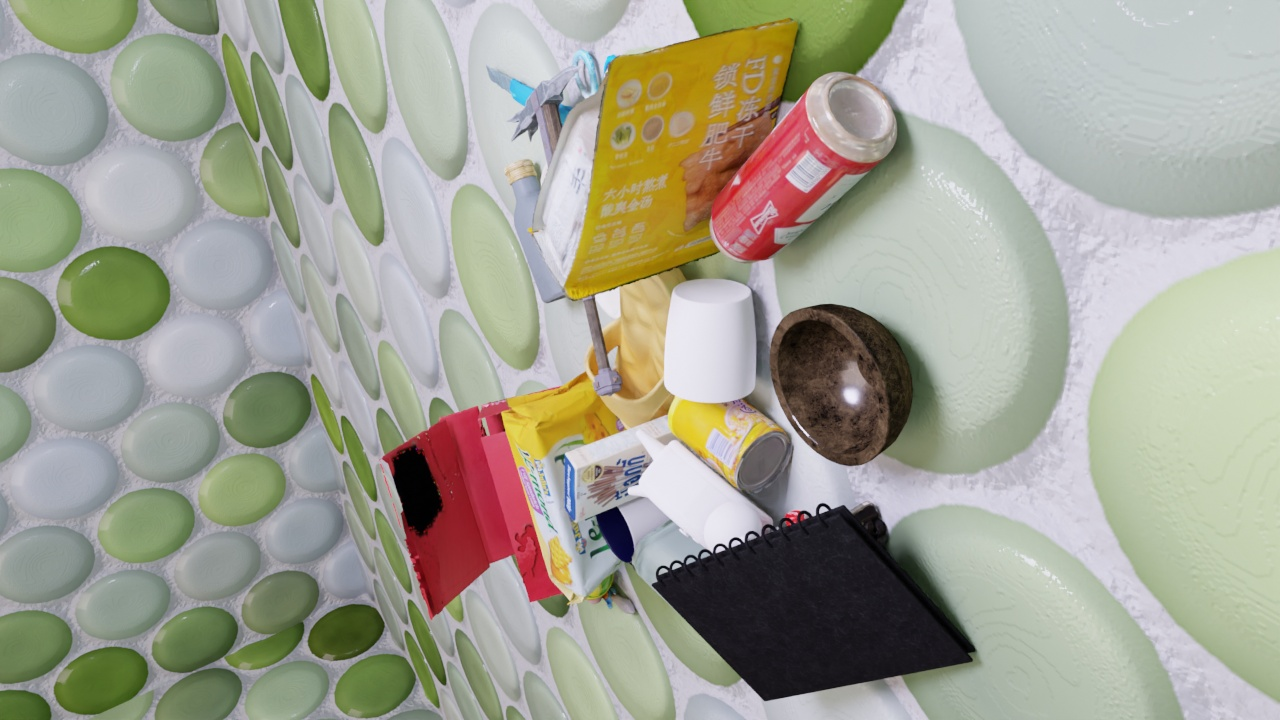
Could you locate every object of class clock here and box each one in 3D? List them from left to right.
[{"bbox_3d":[0.058,0.142,0.865,0.161,0.073,0.125,39,179,40],"label":"clock"}]

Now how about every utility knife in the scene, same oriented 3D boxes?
[{"bbox_3d":[-0.117,-0.286,1.000,0.209,0.015,0.031,38,139,38],"label":"utility knife"}]

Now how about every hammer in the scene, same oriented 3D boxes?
[{"bbox_3d":[-0.061,-0.120,0.889,0.147,0.028,0.316,-26,75,57],"label":"hammer"}]

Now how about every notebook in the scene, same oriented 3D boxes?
[{"bbox_3d":[0.131,0.210,0.770,0.169,0.019,0.232,47,136,-9],"label":"notebook"}]

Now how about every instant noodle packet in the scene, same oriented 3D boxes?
[{"bbox_3d":[0.017,-0.159,0.695,0.084,0.162,0.222,59,151,21],"label":"instant noodle packet"}]

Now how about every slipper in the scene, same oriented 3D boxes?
[{"bbox_3d":[-0.005,0.005,0.928,0.099,0.078,0.264,40,146,27],"label":"slipper"}]

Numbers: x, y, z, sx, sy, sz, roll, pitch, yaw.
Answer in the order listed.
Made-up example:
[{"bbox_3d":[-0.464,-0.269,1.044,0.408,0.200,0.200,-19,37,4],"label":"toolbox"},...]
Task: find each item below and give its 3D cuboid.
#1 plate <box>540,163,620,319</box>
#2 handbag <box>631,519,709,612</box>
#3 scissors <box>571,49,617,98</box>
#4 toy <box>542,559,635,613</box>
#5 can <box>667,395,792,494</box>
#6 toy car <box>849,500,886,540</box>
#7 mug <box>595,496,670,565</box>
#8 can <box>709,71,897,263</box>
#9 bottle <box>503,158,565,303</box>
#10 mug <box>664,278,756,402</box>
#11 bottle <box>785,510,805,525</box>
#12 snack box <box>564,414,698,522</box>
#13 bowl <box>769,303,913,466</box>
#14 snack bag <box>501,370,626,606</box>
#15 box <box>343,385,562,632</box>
[{"bbox_3d":[-0.034,-0.142,0.939,0.187,0.016,0.187,61,152,3],"label":"plate"},{"bbox_3d":[0.067,0.213,0.927,0.122,0.106,0.067,36,141,46],"label":"handbag"},{"bbox_3d":[-0.028,-0.230,0.888,0.090,0.014,0.141,16,123,49],"label":"scissors"},{"bbox_3d":[-0.075,0.301,1.261,0.132,0.096,0.124,-12,105,43],"label":"toy"},{"bbox_3d":[0.079,0.066,0.841,0.105,0.067,0.068,39,141,42],"label":"can"},{"bbox_3d":[0.173,0.165,0.765,0.040,0.048,0.113,31,134,44],"label":"toy car"},{"bbox_3d":[0.012,0.178,1.005,0.079,0.096,0.112,35,137,47],"label":"mug"},{"bbox_3d":[0.109,-0.130,0.653,0.067,0.067,0.171,64,151,10],"label":"can"},{"bbox_3d":[-0.114,-0.150,1.056,0.072,0.046,0.161,-16,95,62],"label":"bottle"},{"bbox_3d":[0.061,-0.026,0.817,0.114,0.081,0.088,-97,6,-66],"label":"mug"},{"bbox_3d":[0.153,0.193,0.832,0.036,0.036,0.119,3,111,60],"label":"bottle"},{"bbox_3d":[-0.006,0.105,0.932,0.026,0.149,0.082,49,146,39],"label":"snack box"},{"bbox_3d":[0.157,0.011,0.678,0.121,0.056,0.121,40,141,43],"label":"bowl"},{"bbox_3d":[-0.067,0.133,1.043,0.068,0.159,0.247,-3,108,40],"label":"snack bag"},{"bbox_3d":[-0.194,0.170,1.141,0.124,0.315,0.211,13,119,61],"label":"box"}]
